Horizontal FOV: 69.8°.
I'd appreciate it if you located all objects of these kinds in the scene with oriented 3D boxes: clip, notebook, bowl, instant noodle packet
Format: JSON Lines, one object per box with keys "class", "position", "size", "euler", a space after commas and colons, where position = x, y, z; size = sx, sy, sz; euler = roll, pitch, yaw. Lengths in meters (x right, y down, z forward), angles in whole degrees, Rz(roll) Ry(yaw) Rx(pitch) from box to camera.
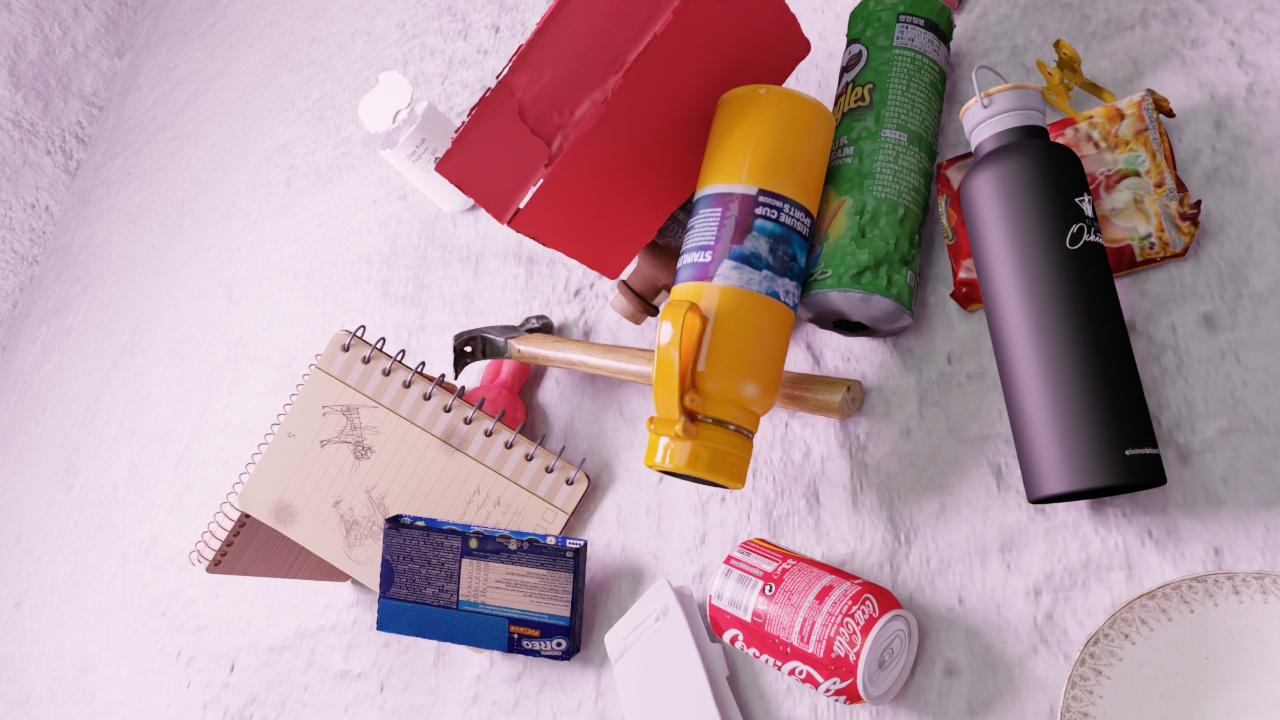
{"class": "clip", "position": [0.253, -0.168, 0.540], "size": [0.044, 0.050, 0.054], "euler": [-20, 45, -9]}
{"class": "notebook", "position": [-0.258, 0.094, 0.780], "size": [0.022, 0.169, 0.210], "euler": [35, 93, 31]}
{"class": "bowl", "position": [0.245, 0.158, 0.352], "size": [0.145, 0.063, 0.145], "euler": [-21, 56, 34]}
{"class": "instant noodle packet", "position": [0.235, -0.089, 0.517], "size": [0.136, 0.039, 0.098], "euler": [-16, 65, 36]}
{"class": "notebook", "position": [-0.169, 0.094, 0.690], "size": [0.167, 0.225, 0.024], "euler": [-59, 0, 1]}

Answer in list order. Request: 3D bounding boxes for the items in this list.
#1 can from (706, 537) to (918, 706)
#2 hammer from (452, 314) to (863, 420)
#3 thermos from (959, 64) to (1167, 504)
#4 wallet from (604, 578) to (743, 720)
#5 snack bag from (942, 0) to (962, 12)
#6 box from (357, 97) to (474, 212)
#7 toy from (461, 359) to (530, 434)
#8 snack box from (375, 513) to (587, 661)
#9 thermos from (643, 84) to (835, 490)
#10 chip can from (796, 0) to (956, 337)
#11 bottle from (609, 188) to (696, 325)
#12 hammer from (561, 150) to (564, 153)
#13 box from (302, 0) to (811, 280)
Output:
{"class": "can", "position": [0.092, 0.142, 0.503], "size": [0.105, 0.064, 0.064], "euler": [15, 78, 46]}
{"class": "hammer", "position": [-0.004, 0.004, 0.653], "size": [0.331, 0.132, 0.033], "euler": [9, 103, 36]}
{"class": "thermos", "position": [0.203, -0.047, 0.465], "size": [0.061, 0.061, 0.231], "euler": [-18, 71, 36]}
{"class": "wallet", "position": [0.020, 0.202, 0.566], "size": [0.086, 0.032, 0.116], "euler": [-45, 46, 30]}
{"class": "snack bag", "position": [0.248, -0.313, 0.646], "size": [0.158, 0.013, 0.057], "euler": [-53, 45, 7]}
{"class": "box", "position": [-0.231, -0.233, 0.969], "size": [0.083, 0.137, 0.143], "euler": [-42, 34, 10]}
{"class": "toy", "position": [-0.133, 0.050, 0.777], "size": [0.092, 0.045, 0.135], "euler": [1, 58, 45]}
{"class": "snack box", "position": [-0.113, 0.160, 0.648], "size": [0.150, 0.027, 0.082], "euler": [6, 92, 15]}
{"class": "thermos", "position": [0.050, -0.045, 0.544], "size": [0.076, 0.091, 0.232], "euler": [-8, 66, 64]}
{"class": "chip can", "position": [0.153, -0.124, 0.588], "size": [0.076, 0.075, 0.223], "euler": [-2, 67, 42]}
{"class": "bottle", "position": [0.037, -0.092, 0.681], "size": [0.157, 0.067, 0.068], "euler": [-50, 44, 10]}
{"class": "hammer", "position": [-0.021, -0.306, 0.878], "size": [0.324, 0.029, 0.127], "euler": [-41, 38, 16]}
{"class": "box", "position": [-0.123, -0.240, 0.476], "size": [0.215, 0.510, 0.141], "euler": [-49, 43, 12]}
